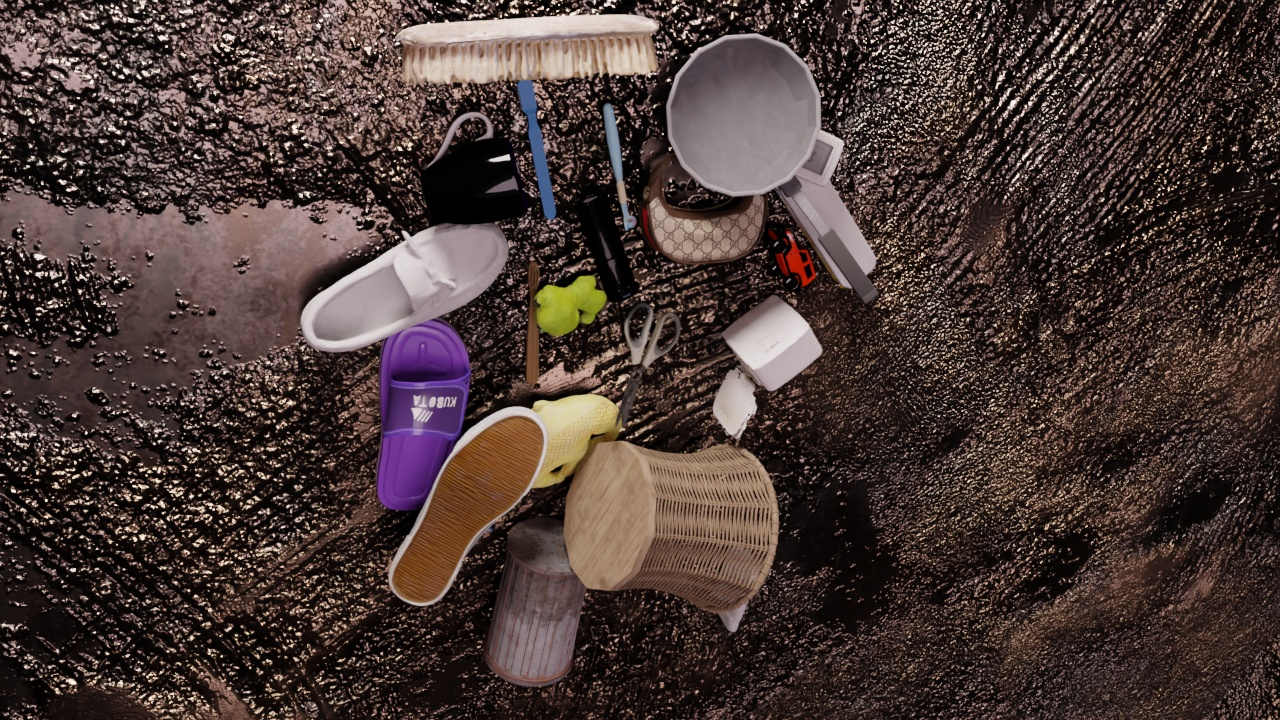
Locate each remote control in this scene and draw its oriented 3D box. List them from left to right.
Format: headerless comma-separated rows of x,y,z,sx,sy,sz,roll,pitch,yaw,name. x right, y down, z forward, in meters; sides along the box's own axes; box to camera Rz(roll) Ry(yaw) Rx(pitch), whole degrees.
-0.039,-0.136,1.110,0.041,0.020,0.152,-25,124,-9,remote control
0.175,-0.261,1.102,0.138,0.025,0.060,20,100,-15,remote control

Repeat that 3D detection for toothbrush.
-0.132,-0.042,1.129,0.016,0.016,0.167,-6,121,-19,toothbrush
-0.116,-0.234,1.029,0.016,0.014,0.167,-18,128,-13,toothbrush
-0.025,-0.223,1.068,0.022,0.016,0.155,-41,134,-37,toothbrush

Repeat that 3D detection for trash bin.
-0.142,0.341,1.278,0.130,0.131,0.211,2,116,-24,trash bin

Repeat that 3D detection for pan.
0.170,-0.211,1.072,0.178,0.041,0.357,-38,103,4,pan

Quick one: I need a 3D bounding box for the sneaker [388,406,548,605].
-0.210,0.169,1.161,0.120,0.127,0.295,33,106,-13,sneaker

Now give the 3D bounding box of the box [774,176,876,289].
0.240,-0.179,1.196,0.064,0.033,0.209,-42,126,0,box

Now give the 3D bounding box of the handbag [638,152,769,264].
0.081,-0.190,1.109,0.166,0.063,0.138,-6,111,-17,handbag

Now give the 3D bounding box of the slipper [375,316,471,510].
-0.262,0.081,1.103,0.107,0.084,0.267,3,117,-24,slipper

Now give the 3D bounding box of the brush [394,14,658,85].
-0.110,-0.318,0.936,0.271,0.083,0.057,-10,121,-18,brush

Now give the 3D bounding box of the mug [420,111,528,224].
-0.184,-0.203,0.984,0.100,0.085,0.119,-14,93,0,mug

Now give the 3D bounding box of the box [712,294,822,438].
0.149,0.006,1.218,0.083,0.110,0.191,31,105,-32,box

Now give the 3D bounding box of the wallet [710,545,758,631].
0.152,0.356,1.435,0.032,0.086,0.116,10,118,-21,wallet

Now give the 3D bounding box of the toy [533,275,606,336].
-0.088,-0.066,1.116,0.093,0.036,0.094,-48,137,-8,toy

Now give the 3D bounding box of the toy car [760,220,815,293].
0.191,-0.137,1.186,0.049,0.051,0.100,-28,126,-3,toy car

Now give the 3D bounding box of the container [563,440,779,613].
0.032,0.211,1.201,0.196,0.227,0.227,13,113,-34,container

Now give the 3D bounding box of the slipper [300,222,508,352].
-0.261,-0.083,1.013,0.246,0.074,0.112,-27,121,-6,slipper

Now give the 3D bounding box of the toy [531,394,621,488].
-0.107,0.103,1.197,0.170,0.064,0.155,-36,140,6,toy

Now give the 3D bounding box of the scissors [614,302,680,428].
0.009,0.009,1.191,0.131,0.012,0.170,-15,105,-22,scissors
